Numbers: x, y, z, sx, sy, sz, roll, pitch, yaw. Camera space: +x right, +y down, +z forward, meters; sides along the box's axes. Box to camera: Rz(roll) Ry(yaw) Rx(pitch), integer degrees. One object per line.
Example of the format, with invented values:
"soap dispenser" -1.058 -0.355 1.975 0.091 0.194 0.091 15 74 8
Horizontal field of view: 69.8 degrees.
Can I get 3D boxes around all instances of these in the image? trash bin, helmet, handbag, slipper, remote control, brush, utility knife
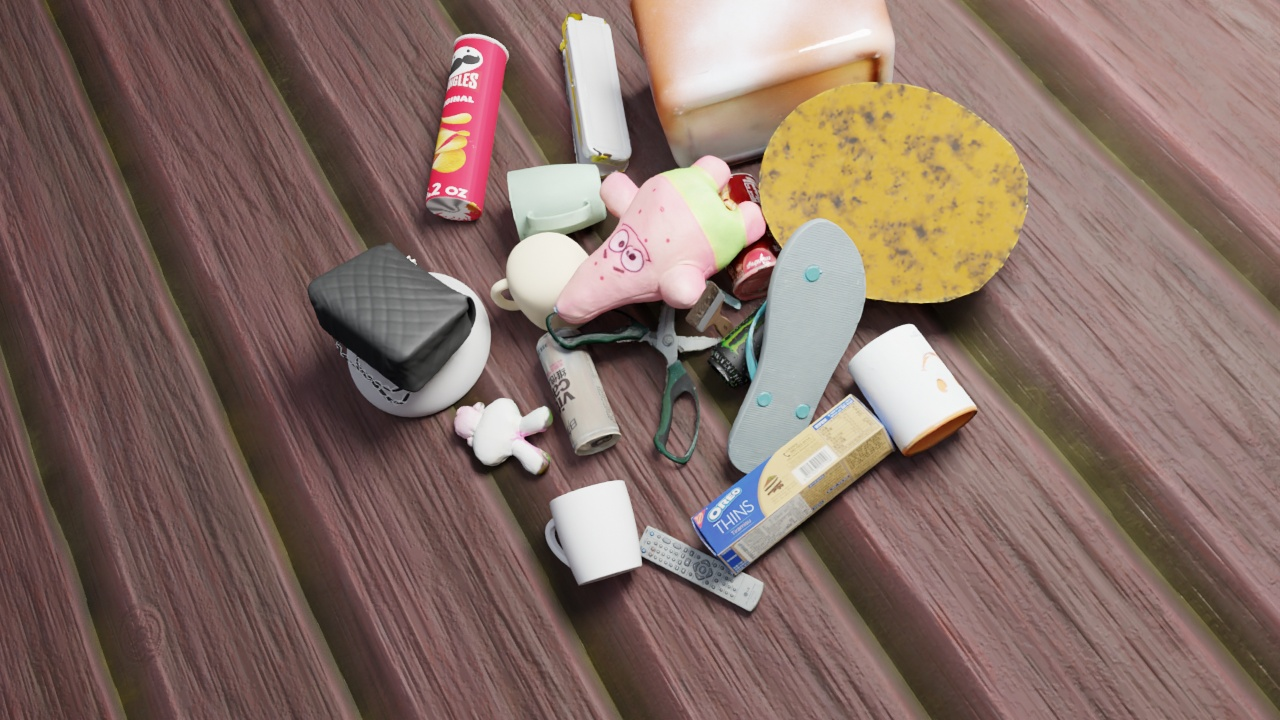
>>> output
"trash bin" 0.134 -0.328 1.000 0.260 0.181 0.157 -13 72 8
"helmet" 0.258 -0.174 0.944 0.255 0.131 0.205 22 110 13
"handbag" -0.259 -0.041 0.994 0.154 0.115 0.124 32 59 23
"slipper" 0.156 -0.010 0.928 0.098 0.054 0.269 12 104 -10
"remote control" 0.060 0.211 0.934 0.136 0.013 0.033 23 79 19
"brush" 0.078 -0.043 0.941 0.008 0.143 0.045 33 91 21
"utility knife" 0.041 -0.104 1.037 0.176 0.015 0.022 37 85 22

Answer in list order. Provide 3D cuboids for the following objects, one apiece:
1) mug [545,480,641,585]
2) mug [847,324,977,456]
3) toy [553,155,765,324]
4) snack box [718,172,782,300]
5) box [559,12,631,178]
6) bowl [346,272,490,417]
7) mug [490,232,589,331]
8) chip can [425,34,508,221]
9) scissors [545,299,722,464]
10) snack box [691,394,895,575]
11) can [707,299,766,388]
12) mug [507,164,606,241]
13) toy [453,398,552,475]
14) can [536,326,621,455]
"mug" -0.055 0.183 0.946 0.114 0.080 0.087 -28 72 37
"mug" 0.266 0.030 0.906 0.082 0.082 0.105 -31 67 2
"toy" 0.009 -0.117 0.948 0.237 0.097 0.192 -35 60 2
"snack box" 0.114 -0.135 1.000 0.072 0.072 0.121 -22 69 6
"box" -0.055 -0.322 1.115 0.067 0.070 0.210 -7 71 -10
"bowl" -0.266 -0.027 1.060 0.177 0.066 0.176 -4 72 12
"mug" -0.111 -0.088 1.024 0.120 0.100 0.096 -17 70 8
"chip can" -0.212 -0.285 1.128 0.069 0.069 0.220 2 74 14
"scissors" -0.006 0.006 0.986 0.203 0.015 0.201 6 75 -6
"snack box" 0.150 0.123 0.911 0.207 0.056 0.057 -38 47 0
"can" 0.135 -0.031 0.971 0.137 0.054 0.054 -42 68 -2
"mug" -0.093 -0.178 1.048 0.104 0.084 0.111 -10 30 0
"toy" -0.152 0.079 1.016 0.123 0.038 0.079 14 88 17
"can" -0.069 0.032 1.001 0.054 0.054 0.135 -24 69 5
